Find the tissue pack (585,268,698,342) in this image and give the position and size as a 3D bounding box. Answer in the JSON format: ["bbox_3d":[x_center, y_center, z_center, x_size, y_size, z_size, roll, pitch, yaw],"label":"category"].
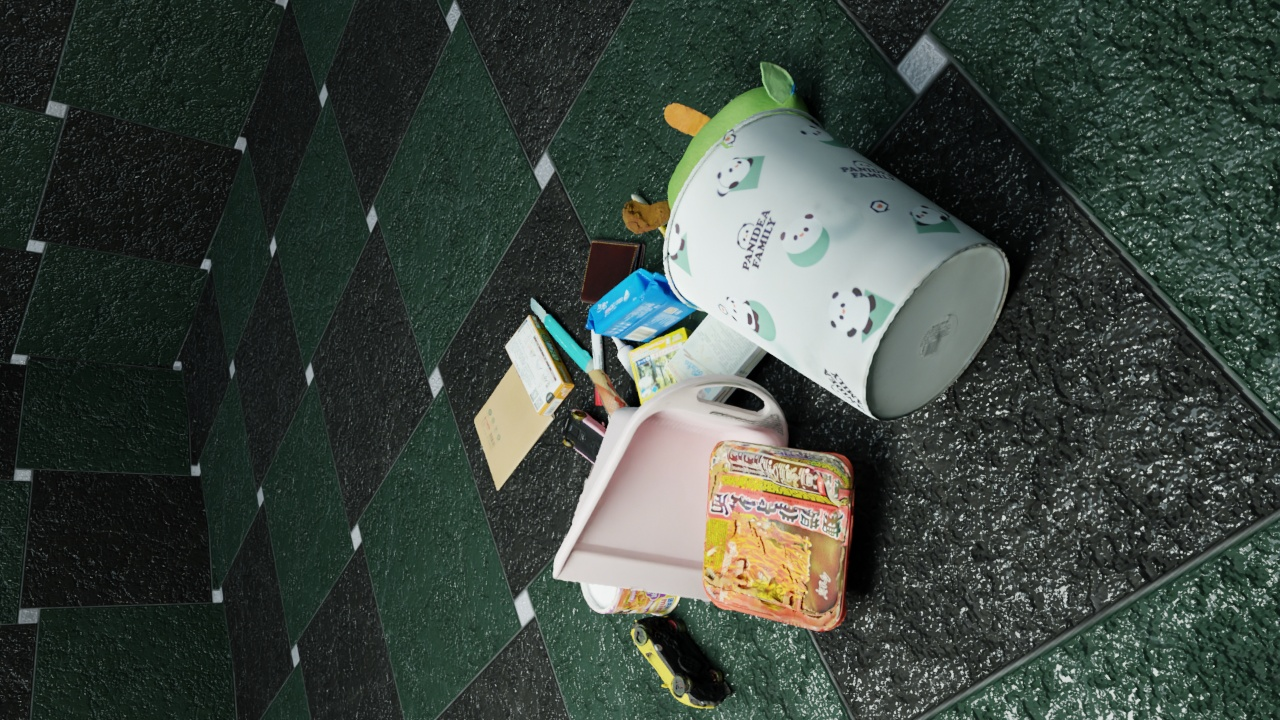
[{"bbox_3d":[0.006,-0.073,1.192,0.158,0.094,0.052,-33,57,45],"label":"tissue pack"}]

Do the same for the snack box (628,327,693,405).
[{"bbox_3d":[0.042,0.038,1.163,0.087,0.033,0.140,-24,68,23],"label":"snack box"}]

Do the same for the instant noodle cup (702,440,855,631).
[{"bbox_3d":[0.153,0.181,0.978,0.165,0.079,0.189,7,94,33],"label":"instant noodle cup"}]

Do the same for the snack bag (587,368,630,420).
[{"bbox_3d":[-0.009,0.118,1.183,0.073,0.128,0.207,-25,59,5],"label":"snack bag"}]

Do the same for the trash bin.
[{"bbox_3d":[0.187,-0.087,0.875,0.252,0.229,0.230,42,119,39],"label":"trash bin"}]

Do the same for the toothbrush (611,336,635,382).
[{"bbox_3d":[-0.007,0.007,1.256,0.221,0.026,0.027,55,155,38],"label":"toothbrush"}]

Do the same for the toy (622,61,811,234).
[{"bbox_3d":[0.106,-0.213,1.053,0.227,0.090,0.247,41,104,5],"label":"toy"}]

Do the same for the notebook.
[{"bbox_3d":[-0.214,0.098,1.523,0.208,0.008,0.147,-51,51,36],"label":"notebook"}]

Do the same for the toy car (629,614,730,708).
[{"bbox_3d":[0.045,0.371,1.128,0.156,0.071,0.041,42,118,44],"label":"toy car"}]

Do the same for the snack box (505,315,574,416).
[{"bbox_3d":[-0.160,0.007,1.440,0.075,0.026,0.153,-50,51,26],"label":"snack box"}]

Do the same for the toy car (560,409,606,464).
[{"bbox_3d":[-0.067,0.115,1.318,0.122,0.037,0.056,35,118,33],"label":"toy car"}]

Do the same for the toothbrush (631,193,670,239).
[{"bbox_3d":[0.033,-0.169,1.228,0.191,0.016,0.018,54,136,37],"label":"toothbrush"}]

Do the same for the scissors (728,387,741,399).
[{"bbox_3d":[0.130,-0.027,1.100,0.159,0.014,0.174,22,103,47],"label":"scissors"}]

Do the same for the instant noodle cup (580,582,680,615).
[{"bbox_3d":[-0.017,0.279,1.191,0.112,0.099,0.111,-9,79,51],"label":"instant noodle cup"}]

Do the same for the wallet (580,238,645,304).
[{"bbox_3d":[-0.042,-0.125,1.316,0.122,0.020,0.096,15,94,52],"label":"wallet"}]

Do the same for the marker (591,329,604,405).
[{"bbox_3d":[-0.061,-0.007,1.333,0.017,0.017,0.145,-16,75,50],"label":"marker"}]

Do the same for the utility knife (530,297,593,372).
[{"bbox_3d":[-0.122,-0.041,1.413,0.205,0.013,0.029,46,124,40],"label":"utility knife"}]

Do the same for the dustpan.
[{"bbox_3d":[0.048,0.149,1.025,0.139,0.222,0.273,3,82,63],"label":"dustpan"}]

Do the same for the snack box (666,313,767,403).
[{"bbox_3d":[0.104,-0.020,1.086,0.157,0.026,0.084,-52,51,22],"label":"snack box"}]
